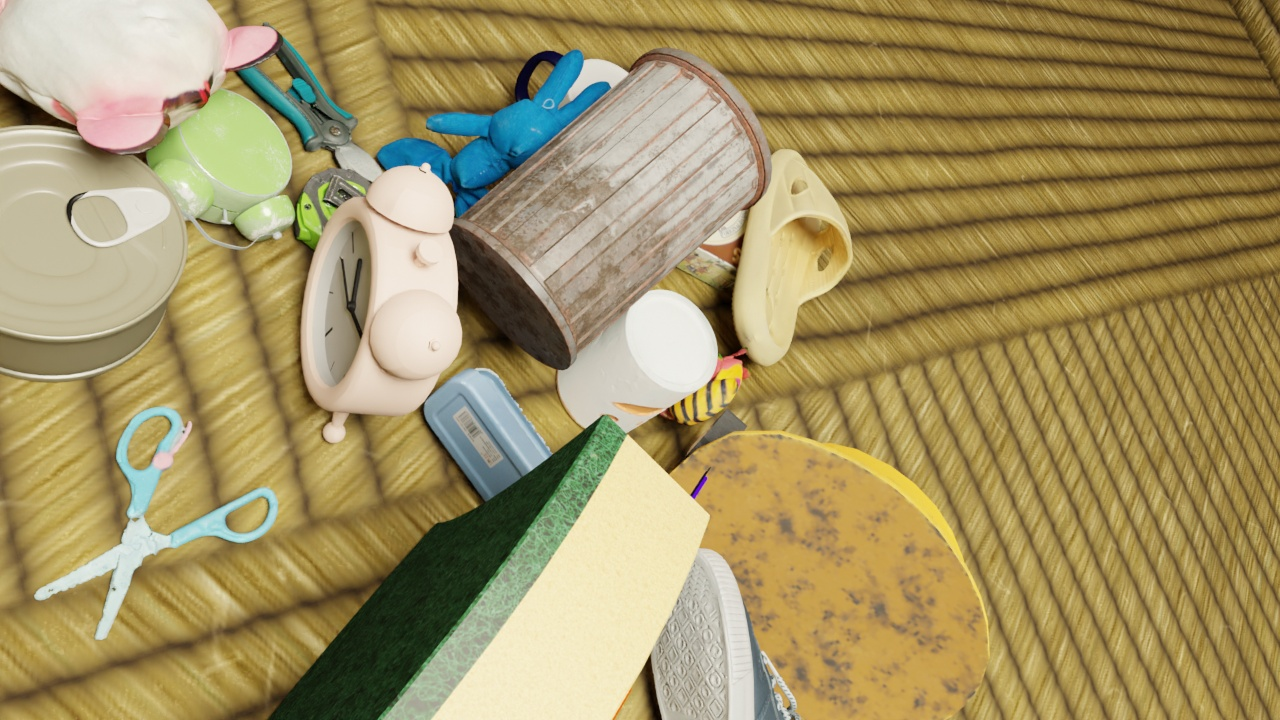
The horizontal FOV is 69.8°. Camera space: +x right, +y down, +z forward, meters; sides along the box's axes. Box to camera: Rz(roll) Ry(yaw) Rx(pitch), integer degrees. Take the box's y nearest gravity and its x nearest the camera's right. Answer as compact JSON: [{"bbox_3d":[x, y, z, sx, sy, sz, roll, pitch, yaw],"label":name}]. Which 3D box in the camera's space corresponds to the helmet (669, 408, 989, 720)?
[{"bbox_3d":[0.141,0.143,0.693,0.255,0.206,0.131,42,30,5],"label":"helmet"}]

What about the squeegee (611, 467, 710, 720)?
[{"bbox_3d":[-0.036,0.197,0.547,0.055,0.185,0.248,23,42,16],"label":"squeegee"}]

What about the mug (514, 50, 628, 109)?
[{"bbox_3d":[-0.058,-0.198,0.753,0.112,0.097,0.078,51,51,-4],"label":"mug"}]

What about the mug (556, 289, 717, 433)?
[{"bbox_3d":[-0.004,0.004,0.693,0.082,0.106,0.082,14,62,-29],"label":"mug"}]

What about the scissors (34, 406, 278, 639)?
[{"bbox_3d":[-0.270,0.099,0.533,0.119,0.015,0.138,20,65,-24],"label":"scissors"}]

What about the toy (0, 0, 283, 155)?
[{"bbox_3d":[-0.330,-0.188,0.523,0.213,0.084,0.141,24,39,8],"label":"toy"}]

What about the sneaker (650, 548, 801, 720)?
[{"bbox_3d":[0.067,0.247,0.637,0.087,0.089,0.235,2,81,-36],"label":"sneaker"}]

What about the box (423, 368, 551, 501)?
[{"bbox_3d":[-0.062,0.092,0.646,0.210,0.073,0.078,54,37,0],"label":"box"}]

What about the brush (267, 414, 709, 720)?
[{"bbox_3d":[-0.094,0.151,0.471,0.075,0.251,0.194,45,49,-9],"label":"brush"}]

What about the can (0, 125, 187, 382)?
[{"bbox_3d":[-0.331,-0.058,0.519,0.127,0.073,0.127,14,62,-29],"label":"can"}]

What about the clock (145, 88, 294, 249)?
[{"bbox_3d":[-0.272,-0.126,0.595,0.094,0.043,0.119,11,60,-52],"label":"clock"}]

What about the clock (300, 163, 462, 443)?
[{"bbox_3d":[-0.154,-0.032,0.570,0.086,0.161,0.131,5,66,-31],"label":"clock"}]

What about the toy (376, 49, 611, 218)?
[{"bbox_3d":[-0.098,-0.151,0.672,0.113,0.177,0.071,51,18,-26],"label":"toy"}]

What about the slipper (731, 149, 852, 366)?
[{"bbox_3d":[0.146,-0.105,0.833,0.111,0.079,0.260,57,39,-35],"label":"slipper"}]

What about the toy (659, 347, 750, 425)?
[{"bbox_3d":[0.053,0.024,0.734,0.046,0.084,0.103,61,14,-3],"label":"toy"}]

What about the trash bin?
[{"bbox_3d":[-0.016,-0.108,0.626,0.210,0.131,0.131,-44,97,-19],"label":"trash bin"}]

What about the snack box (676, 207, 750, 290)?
[{"bbox_3d":[0.037,-0.158,0.836,0.147,0.041,0.142,26,58,-24],"label":"snack box"}]

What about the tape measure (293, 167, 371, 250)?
[{"bbox_3d":[-0.211,-0.104,0.646,0.058,0.036,0.065,21,60,-25],"label":"tape measure"}]

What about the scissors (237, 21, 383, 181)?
[{"bbox_3d":[-0.243,-0.189,0.674,0.131,0.019,0.149,9,63,-30],"label":"scissors"}]
